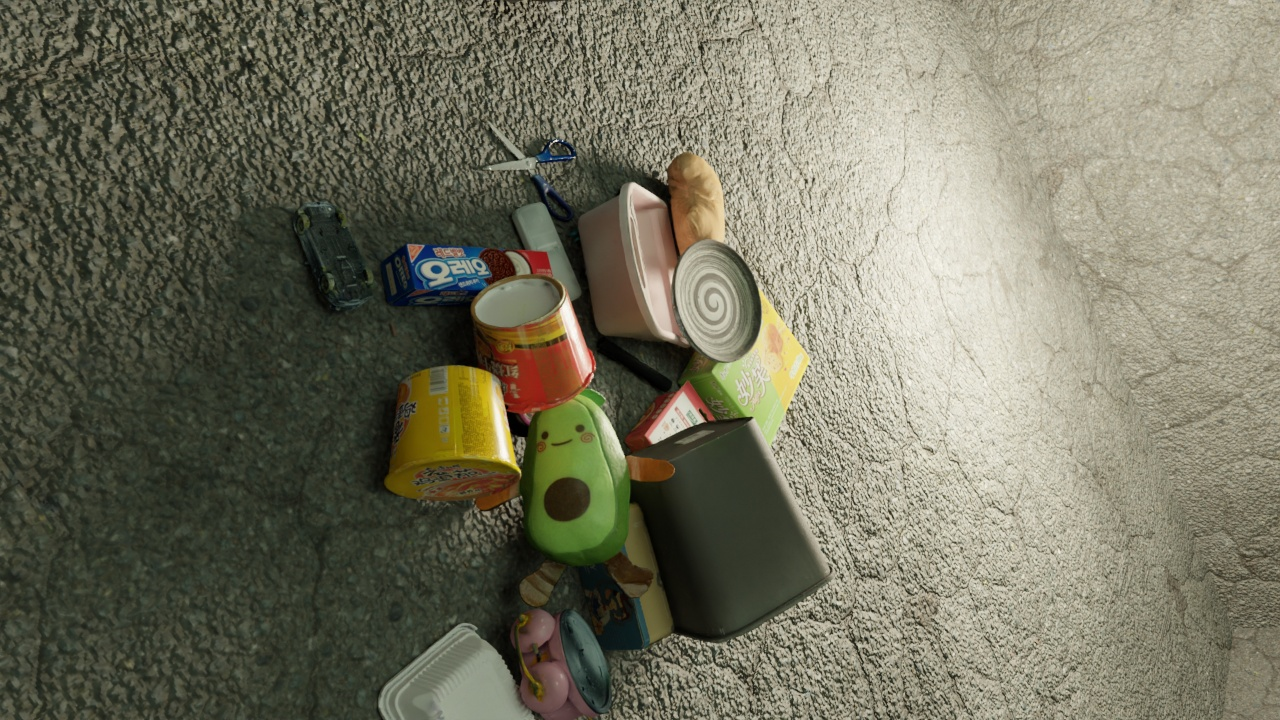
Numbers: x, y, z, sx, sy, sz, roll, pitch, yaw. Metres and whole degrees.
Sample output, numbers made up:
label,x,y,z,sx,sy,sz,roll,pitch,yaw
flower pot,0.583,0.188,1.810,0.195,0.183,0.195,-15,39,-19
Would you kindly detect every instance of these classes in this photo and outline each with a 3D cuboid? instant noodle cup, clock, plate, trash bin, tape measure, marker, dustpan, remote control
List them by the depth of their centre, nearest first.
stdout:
label,x,y,z,sx,sy,sz,roll,pitch,yaw
instant noodle cup,-0.169,0.372,0.937,0.137,0.060,0.173,-34,102,-46
instant noodle cup,-0.198,0.076,0.963,0.138,0.138,0.109,17,56,-41
clock,-0.091,0.329,0.989,0.158,0.060,0.117,53,14,-51
instant noodle cup,-0.126,-0.026,1.036,0.137,0.138,0.109,-51,143,-42
tape measure,-0.137,0.062,1.092,0.056,0.039,0.058,-18,85,-47
trash bin,0.093,0.199,1.138,0.198,0.199,0.220,-21,93,-27
remote control,-0.122,-0.137,1.190,0.055,0.020,0.136,-28,97,-46
dustpan,0.026,-0.127,1.239,0.272,0.139,0.222,-11,87,-48
marker,-0.007,0.007,1.258,0.132,0.020,0.022,33,62,-33
plate,0.104,-0.082,1.302,0.179,0.024,0.179,10,74,-40

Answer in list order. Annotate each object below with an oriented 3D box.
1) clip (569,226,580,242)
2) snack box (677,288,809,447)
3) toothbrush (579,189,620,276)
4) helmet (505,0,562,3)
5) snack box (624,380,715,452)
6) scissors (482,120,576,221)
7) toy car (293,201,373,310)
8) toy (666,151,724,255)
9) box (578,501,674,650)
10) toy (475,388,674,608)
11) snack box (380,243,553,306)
label,x,y,z,sx,sy,sz,roll,pitch,yaw
clip,-0.078,-0.178,1.255,0.055,0.013,0.038,-42,106,-47
snack box,0.162,0.015,1.392,0.157,0.070,0.209,51,46,-21
toothbrush,-0.049,-0.183,1.286,0.016,0.014,0.188,39,52,-22
helmet,-0.127,-0.605,1.194,0.275,0.231,0.232,65,29,-8
snack box,0.051,0.110,1.264,0.113,0.044,0.126,55,46,-16
scissors,-0.139,-0.255,1.220,0.175,0.012,0.162,-39,105,-45
toy car,-0.324,-0.110,0.963,0.054,0.037,0.120,-15,78,-47
toy,0.085,-0.196,1.368,0.143,0.083,0.225,25,58,-61
box,-0.026,0.253,1.104,0.059,0.090,0.184,-14,84,-46
toy,-0.073,0.149,1.031,0.227,0.090,0.246,-8,75,-2
snack box,-0.196,-0.096,1.073,0.207,0.057,0.058,-4,76,-46
